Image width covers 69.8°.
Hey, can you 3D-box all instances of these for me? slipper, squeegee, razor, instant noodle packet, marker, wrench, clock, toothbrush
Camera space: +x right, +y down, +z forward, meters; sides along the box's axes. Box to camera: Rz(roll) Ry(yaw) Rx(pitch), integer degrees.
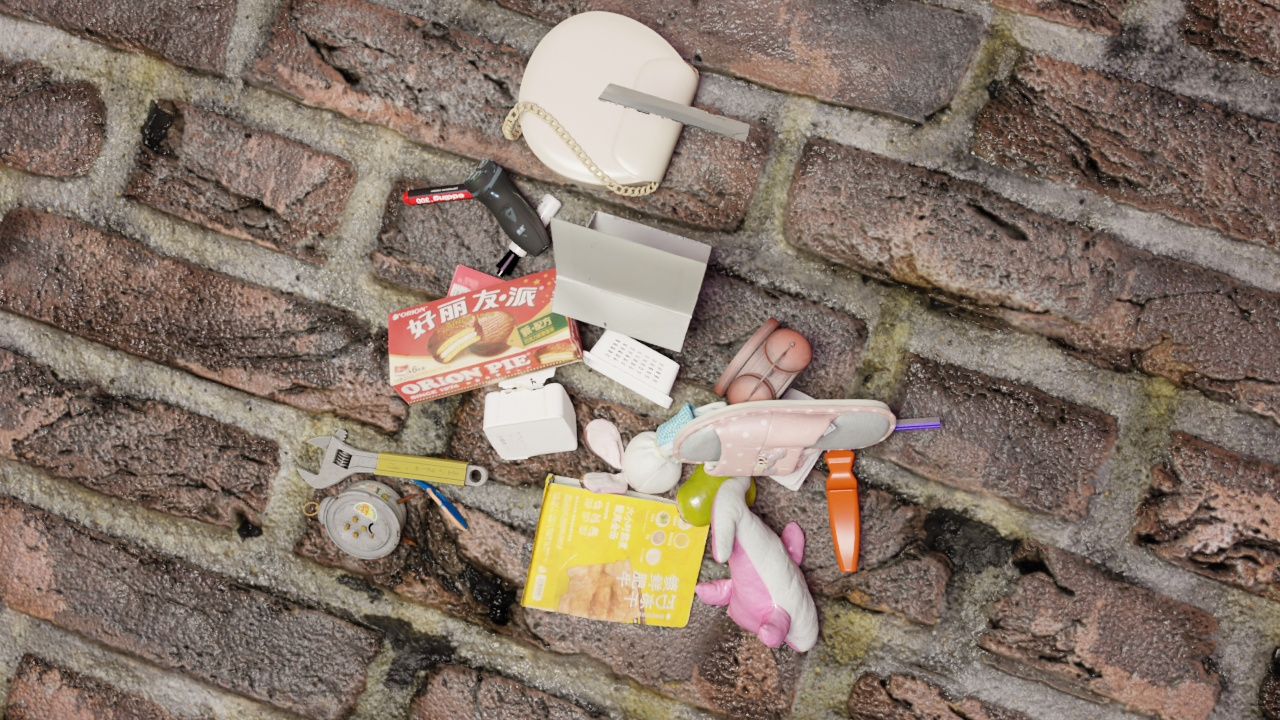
[{"bbox_3d":[0.173,0.095,1.079,0.274,0.114,0.054,-5,53,-9],"label":"slipper"},{"bbox_3d":[0.257,0.174,1.162,0.250,0.055,0.184,-5,76,15],"label":"squeegee"},{"bbox_3d":[-0.170,-0.194,1.178,0.053,0.063,0.140,-41,84,20],"label":"razor"},{"bbox_3d":[-0.030,0.251,1.191,0.221,0.084,0.163,12,91,-6],"label":"instant noodle packet"},{"bbox_3d":[-0.245,-0.224,1.227,0.145,0.021,0.023,-5,98,6],"label":"marker"},{"bbox_3d":[-0.333,0.144,1.227,0.273,0.018,0.083,6,90,12],"label":"wrench"},{"bbox_3d":[0.152,0.013,1.122,0.072,0.157,0.120,39,94,10],"label":"clock"},{"bbox_3d":[-0.150,-0.164,1.216,0.025,0.025,0.126,37,94,4],"label":"marker"},{"bbox_3d":[-0.279,0.180,1.236,0.135,0.021,0.017,43,110,6],"label":"toothbrush"},{"bbox_3d":[-0.375,0.208,1.215,0.148,0.056,0.104,9,114,6],"label":"clock"}]

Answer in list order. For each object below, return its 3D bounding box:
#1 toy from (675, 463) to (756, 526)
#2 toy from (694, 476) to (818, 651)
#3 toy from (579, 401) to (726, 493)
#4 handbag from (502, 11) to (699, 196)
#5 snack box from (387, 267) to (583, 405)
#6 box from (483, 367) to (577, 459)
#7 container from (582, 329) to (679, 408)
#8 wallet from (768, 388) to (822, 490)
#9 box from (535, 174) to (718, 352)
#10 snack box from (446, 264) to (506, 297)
[{"bbox_3d":[0.093,0.165,1.172,0.109,0.051,0.090,-30,93,-19],"label":"toy"},{"bbox_3d":[0.132,0.269,1.135,0.128,0.186,0.266,-15,118,26],"label":"toy"},{"bbox_3d":[0.033,0.112,1.166,0.206,0.130,0.106,-24,127,16],"label":"toy"},{"bbox_3d":[-0.047,-0.327,1.165,0.208,0.103,0.211,21,94,1],"label":"handbag"},{"bbox_3d":[-0.197,-0.030,1.158,0.236,0.060,0.113,-14,57,6],"label":"snack box"},{"bbox_3d":[-0.146,0.039,1.189,0.109,0.124,0.136,-10,54,6],"label":"box"},{"bbox_3d":[-0.007,0.007,1.179,0.129,0.081,0.049,29,82,5],"label":"container"},{"bbox_3d":[0.191,0.097,1.160,0.086,0.032,0.116,27,79,23],"label":"wallet"},{"bbox_3d":[-0.013,-0.101,1.028,0.167,0.369,0.150,17,92,2],"label":"box"},{"bbox_3d":[-0.195,-0.065,1.223,0.133,0.021,0.089,20,93,5],"label":"snack box"}]
